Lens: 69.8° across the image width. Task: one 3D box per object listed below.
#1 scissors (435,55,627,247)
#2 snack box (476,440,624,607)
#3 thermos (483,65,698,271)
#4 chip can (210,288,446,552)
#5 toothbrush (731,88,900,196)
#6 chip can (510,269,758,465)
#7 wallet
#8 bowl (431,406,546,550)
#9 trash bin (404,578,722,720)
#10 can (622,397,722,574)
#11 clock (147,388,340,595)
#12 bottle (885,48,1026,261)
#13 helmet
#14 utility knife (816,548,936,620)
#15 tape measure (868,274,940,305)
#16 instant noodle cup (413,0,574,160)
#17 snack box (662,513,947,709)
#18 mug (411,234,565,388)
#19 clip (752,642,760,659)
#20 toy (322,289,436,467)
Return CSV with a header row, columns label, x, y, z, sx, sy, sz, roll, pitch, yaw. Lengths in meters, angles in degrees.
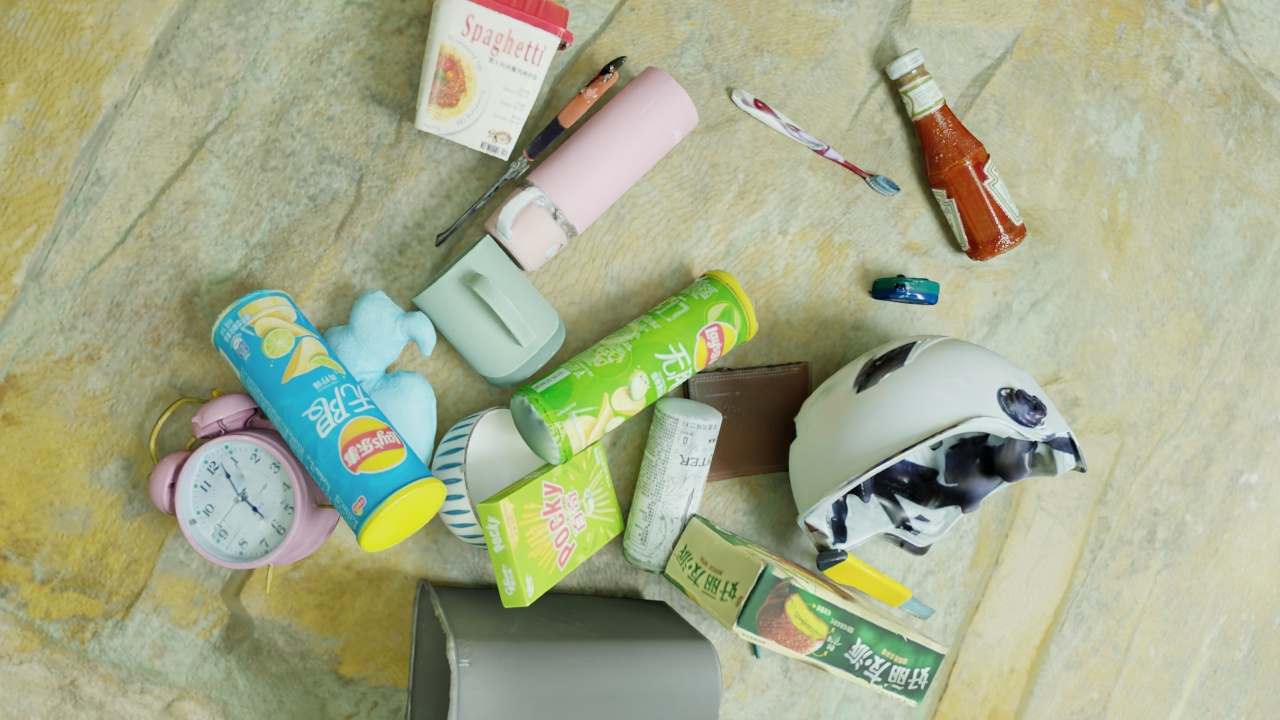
label,x,y,z,sx,sy,sz,roll,pitch,yaw
scissors,-0.086,-0.173,0.747,0.015,0.214,0.196,45,47,-14
snack box,-0.069,0.128,0.749,0.026,0.156,0.086,-10,97,29
thermos,-0.043,-0.161,0.761,0.198,0.087,0.067,-43,77,-9
chip can,-0.234,0.040,0.682,0.071,0.071,0.210,-40,71,-9
toothbrush,0.163,-0.200,0.846,0.187,0.017,0.016,28,85,-15
chip can,-0.005,0.004,0.765,0.220,0.073,0.072,-32,101,-23
wallet,0.101,0.055,0.840,0.124,0.032,0.101,-5,92,-15
bowl,-0.129,0.100,0.753,0.066,0.116,0.116,-14,99,29
trash bin,-0.068,0.287,0.735,0.219,0.199,0.198,4,93,-21
can,0.026,0.107,0.794,0.058,0.058,0.147,9,104,-15
clock,-0.310,0.092,0.707,0.158,0.059,0.117,40,96,6
bottle,0.291,-0.192,0.859,0.059,0.060,0.206,-32,98,-11
helmet,0.231,0.060,0.788,0.258,0.230,0.145,10,50,-35
utility knife,0.220,0.208,0.841,0.033,0.015,0.218,-31,137,26
tape measure,0.250,-0.066,0.856,0.054,0.058,0.025,6,92,-13
instant noodle cup,-0.125,-0.232,0.728,0.116,0.116,0.124,18,101,-15
snack box,0.144,0.216,0.787,0.240,0.114,0.063,30,87,-31
mug,-0.115,-0.037,0.735,0.082,0.112,0.106,-43,104,-14
clip,0.114,0.251,0.864,0.034,0.013,0.055,-19,100,-13
toy,-0.211,0.037,0.738,0.162,0.049,0.156,-40,79,16
